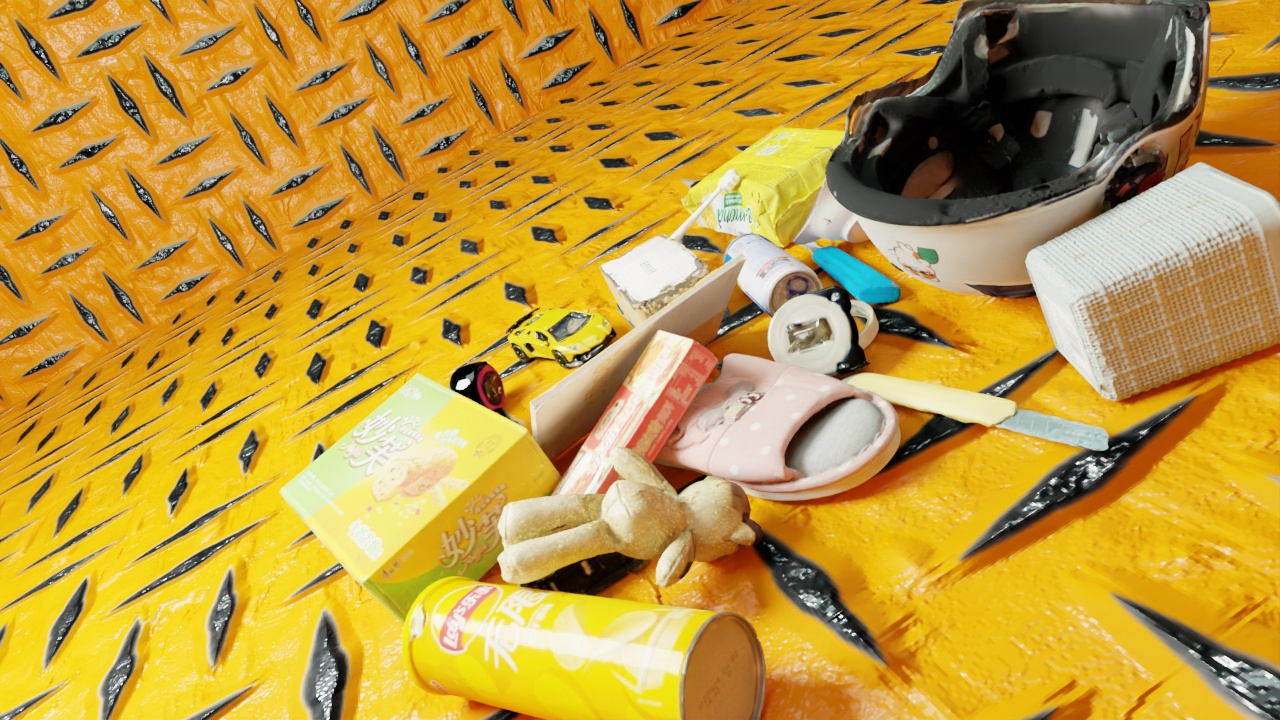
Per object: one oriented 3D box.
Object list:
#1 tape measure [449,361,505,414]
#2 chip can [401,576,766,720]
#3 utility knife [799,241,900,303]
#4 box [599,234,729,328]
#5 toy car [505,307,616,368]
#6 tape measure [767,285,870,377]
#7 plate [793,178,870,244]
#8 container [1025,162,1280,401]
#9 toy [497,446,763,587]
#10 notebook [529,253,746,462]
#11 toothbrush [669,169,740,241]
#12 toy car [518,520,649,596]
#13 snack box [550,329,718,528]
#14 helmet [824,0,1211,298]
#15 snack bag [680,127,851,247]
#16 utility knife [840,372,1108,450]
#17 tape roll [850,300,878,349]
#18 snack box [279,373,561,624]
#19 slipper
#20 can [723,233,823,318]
[{"bbox_3d":[-0.161,0.030,0.916,0.039,0.057,0.057,-17,17,22],"label":"tape measure"},{"bbox_3d":[-0.039,0.162,0.501,0.214,0.072,0.071,-6,32,40],"label":"chip can"},{"bbox_3d":[0.180,-0.090,0.842,0.034,0.018,0.218,-10,22,-5],"label":"utility knife"},{"bbox_3d":[0.018,-0.073,0.931,0.090,0.062,0.184,-28,22,-2],"label":"box"},{"bbox_3d":[-0.085,-0.029,0.974,0.071,0.041,0.156,-40,27,-25],"label":"toy car"},{"bbox_3d":[0.130,-0.017,0.684,0.066,0.065,0.033,-19,-12,22],"label":"tape measure"},{"bbox_3d":[0.226,-0.151,0.819,0.163,0.034,0.164,-24,-16,-12],"label":"plate"},{"bbox_3d":[0.299,-0.043,0.533,0.111,0.090,0.089,-25,23,13],"label":"container"},{"bbox_3d":[-0.008,0.101,0.548,0.157,0.066,0.105,-5,34,-16],"label":"toy"},{"bbox_3d":[-0.004,0.004,0.745,0.206,0.010,0.146,-36,-17,-19],"label":"notebook"},{"bbox_3d":[0.045,-0.139,1.009,0.180,0.016,0.016,-46,33,20],"label":"toothbrush"},{"bbox_3d":[-0.037,0.129,0.597,0.091,0.043,0.036,-29,23,-4],"label":"toy car"},{"bbox_3d":[-0.007,0.051,0.654,0.153,0.025,0.075,-57,20,-3],"label":"snack box"},{"bbox_3d":[0.276,-0.139,0.665,0.273,0.157,0.230,-48,39,-16],"label":"helmet"},{"bbox_3d":[0.157,-0.205,1.039,0.158,0.068,0.246,-32,23,-11],"label":"snack bag"},{"bbox_3d":[0.199,0.027,0.581,0.030,0.022,0.216,-37,19,-19],"label":"utility knife"},{"bbox_3d":[0.148,-0.020,0.738,0.086,0.014,0.085,-24,24,11],"label":"tape roll"},{"bbox_3d":[-0.178,0.104,0.732,0.157,0.070,0.210,-44,34,-20],"label":"snack box"},{"bbox_3d":[0.063,0.040,0.658,0.114,0.054,0.275,-41,25,-27],"label":"slipper"},{"bbox_3d":[0.119,-0.076,0.833,0.053,0.053,0.134,-28,23,0],"label":"can"}]
